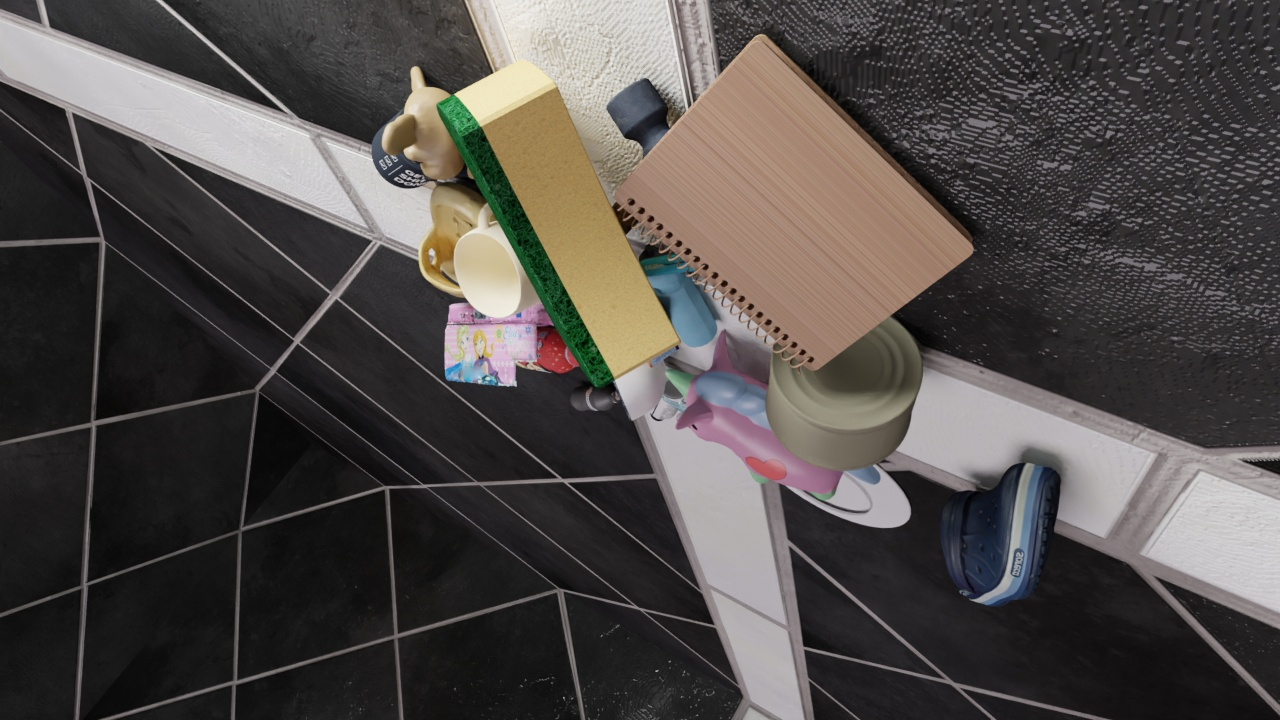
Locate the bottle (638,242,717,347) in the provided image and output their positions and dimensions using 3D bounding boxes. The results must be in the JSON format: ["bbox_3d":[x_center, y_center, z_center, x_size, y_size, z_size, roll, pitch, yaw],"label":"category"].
[{"bbox_3d":[0.036,-0.067,0.911,0.040,0.040,0.130,14,149,41],"label":"bottle"}]

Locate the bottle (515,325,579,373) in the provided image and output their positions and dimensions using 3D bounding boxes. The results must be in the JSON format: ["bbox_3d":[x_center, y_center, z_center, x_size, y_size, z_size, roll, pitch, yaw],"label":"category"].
[{"bbox_3d":[-0.113,-0.013,1.197,0.138,0.061,0.062,9,146,49],"label":"bottle"}]

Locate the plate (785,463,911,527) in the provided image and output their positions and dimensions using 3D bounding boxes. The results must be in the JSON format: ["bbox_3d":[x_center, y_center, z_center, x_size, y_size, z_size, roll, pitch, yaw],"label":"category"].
[{"bbox_3d":[0.224,0.145,1.106,0.208,0.015,0.209,29,157,13],"label":"plate"}]

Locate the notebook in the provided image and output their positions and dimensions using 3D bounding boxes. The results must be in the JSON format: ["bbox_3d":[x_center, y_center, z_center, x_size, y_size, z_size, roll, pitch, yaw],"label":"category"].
[{"bbox_3d":[0.104,-0.100,0.666,0.210,0.022,0.170,40,126,-12],"label":"notebook"}]

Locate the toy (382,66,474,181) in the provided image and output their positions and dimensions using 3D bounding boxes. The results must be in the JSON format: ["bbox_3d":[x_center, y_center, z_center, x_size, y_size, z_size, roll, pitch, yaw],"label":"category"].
[{"bbox_3d":[-0.172,-0.212,0.857,0.108,0.133,0.106,9,134,-6],"label":"toy"}]

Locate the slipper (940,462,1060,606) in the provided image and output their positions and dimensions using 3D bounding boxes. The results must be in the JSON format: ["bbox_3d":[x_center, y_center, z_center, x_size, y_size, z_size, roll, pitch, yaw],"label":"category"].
[{"bbox_3d":[0.337,0.178,0.896,0.095,0.105,0.253,19,156,18],"label":"slipper"}]

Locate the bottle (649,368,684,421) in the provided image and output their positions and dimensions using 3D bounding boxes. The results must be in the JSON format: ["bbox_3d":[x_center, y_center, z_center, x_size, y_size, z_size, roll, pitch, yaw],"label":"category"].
[{"bbox_3d":[0.032,0.048,1.146,0.041,0.041,0.116,33,157,5],"label":"bottle"}]

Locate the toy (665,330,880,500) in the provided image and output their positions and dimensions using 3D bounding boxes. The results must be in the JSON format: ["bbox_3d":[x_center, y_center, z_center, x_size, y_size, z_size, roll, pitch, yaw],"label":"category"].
[{"bbox_3d":[0.141,0.072,0.968,0.222,0.120,0.171,16,156,27],"label":"toy"}]

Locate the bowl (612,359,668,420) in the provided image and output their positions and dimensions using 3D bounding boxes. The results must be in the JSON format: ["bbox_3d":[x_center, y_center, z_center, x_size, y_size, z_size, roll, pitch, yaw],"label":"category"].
[{"bbox_3d":[-0.006,0.006,1.056,0.113,0.063,0.113,154,93,-88],"label":"bowl"}]

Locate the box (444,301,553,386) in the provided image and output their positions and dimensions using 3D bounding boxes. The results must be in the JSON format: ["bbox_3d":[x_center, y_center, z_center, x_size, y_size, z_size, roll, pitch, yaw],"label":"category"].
[{"bbox_3d":[-0.159,-0.022,1.153,0.086,0.105,0.231,-1,-178,-38],"label":"box"}]

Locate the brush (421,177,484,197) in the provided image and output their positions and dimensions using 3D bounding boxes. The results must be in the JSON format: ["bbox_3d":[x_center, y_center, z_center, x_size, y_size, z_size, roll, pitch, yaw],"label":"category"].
[{"bbox_3d":[-0.225,-0.199,1.046,0.151,0.012,0.039,21,155,33],"label":"brush"}]

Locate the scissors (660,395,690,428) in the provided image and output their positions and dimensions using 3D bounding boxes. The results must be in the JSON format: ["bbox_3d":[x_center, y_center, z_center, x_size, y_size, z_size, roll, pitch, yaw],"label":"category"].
[{"bbox_3d":[0.081,0.069,1.088,0.105,0.016,0.179,14,167,18],"label":"scissors"}]

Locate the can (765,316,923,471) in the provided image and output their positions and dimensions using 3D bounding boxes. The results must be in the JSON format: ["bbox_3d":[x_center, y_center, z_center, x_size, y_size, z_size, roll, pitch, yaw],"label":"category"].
[{"bbox_3d":[0.172,0.022,0.787,0.128,0.127,0.073,26,154,20],"label":"can"}]

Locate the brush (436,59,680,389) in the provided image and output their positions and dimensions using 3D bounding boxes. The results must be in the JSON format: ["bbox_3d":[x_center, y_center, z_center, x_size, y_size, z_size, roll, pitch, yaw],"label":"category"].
[{"bbox_3d":[-0.071,-0.113,0.755,0.250,0.075,0.195,63,174,-23],"label":"brush"}]

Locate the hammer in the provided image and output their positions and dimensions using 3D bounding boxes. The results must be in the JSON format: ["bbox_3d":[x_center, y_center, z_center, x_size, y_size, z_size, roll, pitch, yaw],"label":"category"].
[{"bbox_3d":[-0.016,-0.130,0.839,0.129,0.040,0.322,56,161,-2],"label":"hammer"}]

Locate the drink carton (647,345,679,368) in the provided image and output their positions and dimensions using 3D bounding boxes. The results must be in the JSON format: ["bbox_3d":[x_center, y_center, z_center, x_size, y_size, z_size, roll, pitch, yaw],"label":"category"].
[{"bbox_3d":[0.001,-0.042,0.946,0.064,0.040,0.130,53,177,18],"label":"drink carton"}]

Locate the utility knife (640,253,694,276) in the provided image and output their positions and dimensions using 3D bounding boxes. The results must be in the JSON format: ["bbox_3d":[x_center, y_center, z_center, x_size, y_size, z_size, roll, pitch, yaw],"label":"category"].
[{"bbox_3d":[0.036,-0.088,0.845,0.124,0.015,0.022,-8,96,28],"label":"utility knife"}]

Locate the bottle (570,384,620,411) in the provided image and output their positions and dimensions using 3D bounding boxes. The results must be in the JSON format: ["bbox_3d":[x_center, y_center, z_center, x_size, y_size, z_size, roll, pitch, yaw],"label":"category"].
[{"bbox_3d":[-0.060,0.052,1.284,0.036,0.036,0.110,44,156,-22],"label":"bottle"}]

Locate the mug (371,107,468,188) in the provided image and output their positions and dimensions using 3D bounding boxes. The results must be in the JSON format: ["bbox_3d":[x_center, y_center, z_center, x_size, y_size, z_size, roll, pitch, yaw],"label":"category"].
[{"bbox_3d":[-0.214,-0.214,0.942,0.105,0.071,0.078,16,169,-31],"label":"mug"}]

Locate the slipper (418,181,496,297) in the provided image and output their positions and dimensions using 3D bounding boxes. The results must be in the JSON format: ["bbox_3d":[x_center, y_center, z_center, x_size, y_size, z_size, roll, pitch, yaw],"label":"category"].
[{"bbox_3d":[-0.209,-0.117,1.085,0.111,0.079,0.262,26,160,2],"label":"slipper"}]

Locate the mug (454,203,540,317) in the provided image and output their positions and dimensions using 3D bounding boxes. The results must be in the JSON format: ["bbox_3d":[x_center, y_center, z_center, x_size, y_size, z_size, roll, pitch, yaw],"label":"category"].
[{"bbox_3d":[-0.131,-0.117,0.971,0.096,0.099,0.120,7,117,36],"label":"mug"}]
